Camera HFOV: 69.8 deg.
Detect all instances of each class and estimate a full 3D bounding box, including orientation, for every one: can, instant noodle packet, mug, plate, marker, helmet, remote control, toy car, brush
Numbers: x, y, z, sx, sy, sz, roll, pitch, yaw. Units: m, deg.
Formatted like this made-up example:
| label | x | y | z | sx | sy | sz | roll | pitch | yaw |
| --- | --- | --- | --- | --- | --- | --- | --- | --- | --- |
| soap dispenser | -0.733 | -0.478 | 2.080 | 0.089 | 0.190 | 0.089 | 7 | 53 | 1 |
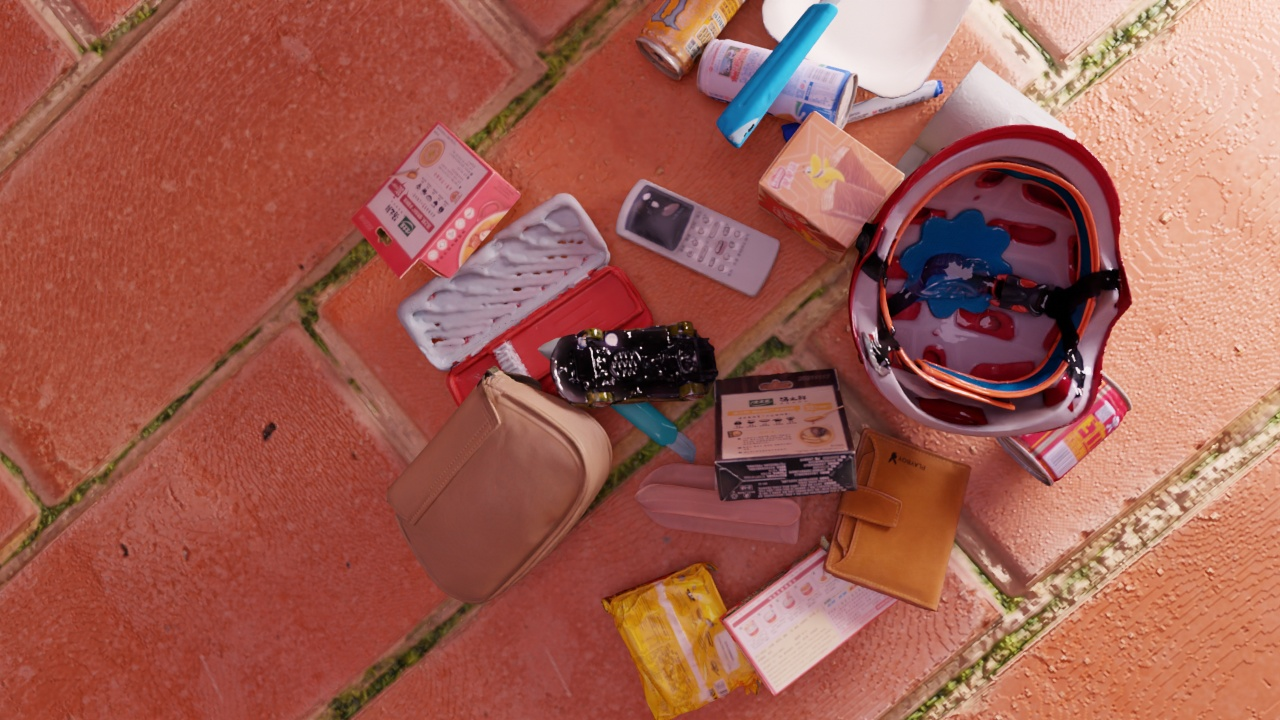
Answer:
| label | x | y | z | sx | sy | sz | roll | pitch | yaw |
| --- | --- | --- | --- | --- | --- | --- | --- | --- | --- |
| can | 0.356 | 0.051 | 0.775 | 0.094 | 0.066 | 0.066 | -44 | 83 | 4 |
| can | 0.061 | -0.330 | 0.833 | 0.058 | 0.058 | 0.146 | 39 | 93 | 7 |
| instant noodle packet | 0.038 | 0.254 | 0.822 | 0.111 | 0.044 | 0.128 | -23 | 88 | 4 |
| mug | 0.291 | -0.176 | 0.793 | 0.103 | 0.083 | 0.124 | 38 | 120 | 6 |
| plate | 0.207 | -0.328 | 0.825 | 0.163 | 0.034 | 0.164 | 31 | 92 | 7 |
| can | 0.120 | -0.245 | 0.815 | 0.135 | 0.053 | 0.053 | 21 | 91 | 18 |
| marker | 0.200 | -0.226 | 0.831 | 0.146 | 0.017 | 0.017 | -15 | 86 | 7 |
| helmet | 0.267 | -0.068 | 0.743 | 0.207 | 0.143 | 0.240 | 7 | 105 | -1 |
| remote control | 0.052 | -0.113 | 0.844 | 0.150 | 0.021 | 0.058 | 25 | 91 | 7 |
| toy car | -0.005 | 0.005 | 0.810 | 0.158 | 0.042 | 0.070 | -2 | 75 | -21 |
| brush | 0.068 | 0.123 | 0.808 | 0.146 | 0.073 | 0.063 | 5 | 89 | 9 |

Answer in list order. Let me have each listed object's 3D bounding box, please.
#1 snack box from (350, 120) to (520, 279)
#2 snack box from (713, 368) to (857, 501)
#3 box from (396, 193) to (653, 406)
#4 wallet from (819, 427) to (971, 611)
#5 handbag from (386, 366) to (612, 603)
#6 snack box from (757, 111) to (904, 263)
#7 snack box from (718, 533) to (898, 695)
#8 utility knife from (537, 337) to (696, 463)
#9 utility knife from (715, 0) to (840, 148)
| label | x | y | z | sx | sy | sz | roll | pitch | yaw |
| --- | --- | --- | --- | --- | --- | --- | --- | --- | --- |
| snack box | -0.189 | -0.140 | 0.843 | 0.127 | 0.044 | 0.113 | -47 | 54 | 4 |
| snack box | 0.121 | 0.063 | 0.793 | 0.113 | 0.125 | 0.053 | -5 | 116 | 8 |
| box | -0.106 | -0.039 | 0.850 | 0.201 | 0.050 | 0.160 | -33 | 92 | 6 |
| wallet | 0.214 | 0.134 | 0.789 | 0.119 | 0.035 | 0.130 | 21 | 77 | -8 |
| handbag | -0.124 | 0.110 | 0.815 | 0.148 | 0.099 | 0.205 | 44 | 110 | 3 |
| snack box | 0.161 | -0.146 | 0.795 | 0.094 | 0.092 | 0.077 | 38 | 93 | 7 |
| snack box | 0.153 | 0.211 | 0.797 | 0.155 | 0.027 | 0.077 | -34 | 84 | -10 |
| utility knife | -0.017 | 0.036 | 0.830 | 0.178 | 0.013 | 0.029 | 39 | 82 | -11 |
| utility knife | 0.134 | -0.268 | 0.776 | 0.034 | 0.018 | 0.208 | 38 | 90 | 39 |
